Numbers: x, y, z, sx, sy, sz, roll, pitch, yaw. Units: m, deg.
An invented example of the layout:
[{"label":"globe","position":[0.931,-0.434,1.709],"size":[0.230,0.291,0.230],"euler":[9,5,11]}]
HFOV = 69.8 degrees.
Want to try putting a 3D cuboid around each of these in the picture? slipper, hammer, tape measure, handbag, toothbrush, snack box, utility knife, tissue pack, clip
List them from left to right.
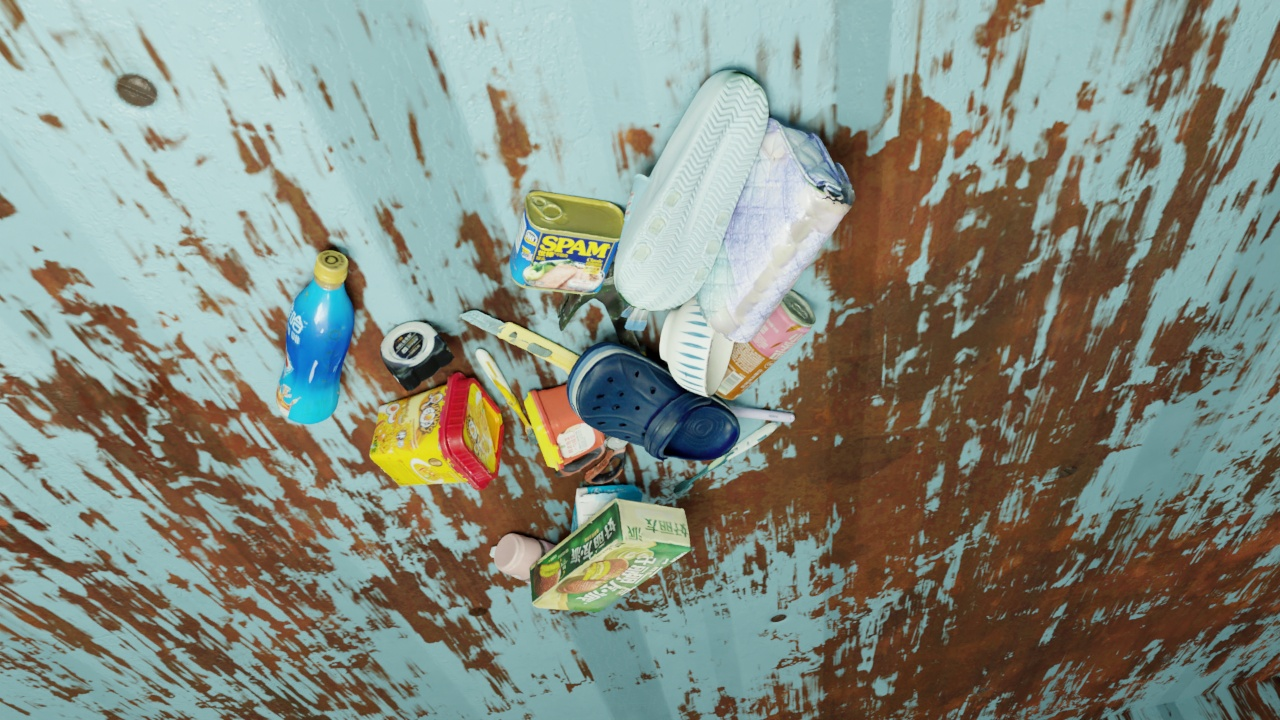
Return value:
[{"label":"tape measure","position":[-0.243,-0.009,0.985],"size":[0.065,0.066,0.034],"euler":[-36,146,-16]},{"label":"toothbrush","position":[-0.158,0.048,1.107],"size":[0.016,0.018,0.191],"euler":[-19,139,4]},{"label":"utility knife","position":[-0.122,-0.018,1.050],"size":[0.198,0.021,0.031],"euler":[31,117,-34]},{"label":"snack box","position":[-0.090,0.077,1.116],"size":[0.080,0.082,0.091],"euler":[-20,139,-8]},{"label":"tissue pack","position":[-0.050,0.224,1.298],"size":[0.090,0.063,0.140],"euler":[-2,145,-11]},{"label":"snack box","position":[-0.047,0.270,1.251],"size":[0.114,0.063,0.241],"euler":[15,139,-32]},{"label":"hammer","position":[-0.006,0.006,1.093],"size":[0.126,0.031,0.324],"euler":[-16,140,3]},{"label":"clip","position":[0.000,-0.059,0.982],"size":[0.026,0.041,0.058],"euler":[8,134,-22]},{"label":"slipper","position":[0.022,0.068,1.060],"size":[0.252,0.095,0.105],"euler":[26,107,-37]},{"label":"slipper","position":[0.038,-0.160,0.873],"size":[0.104,0.074,0.246],"euler":[8,117,-40]},{"label":"toothbrush","position":[0.119,0.140,1.291],"size":[0.192,0.016,0.018],"euler":[-38,144,26]},{"label":"toothbrush","position":[0.130,0.067,1.195],"size":[0.189,0.029,0.021],"euler":[7,-179,-34]},{"label":"handbag","position":[0.123,-0.127,0.897],"size":[0.075,0.134,0.194],"euler":[10,135,-24]}]

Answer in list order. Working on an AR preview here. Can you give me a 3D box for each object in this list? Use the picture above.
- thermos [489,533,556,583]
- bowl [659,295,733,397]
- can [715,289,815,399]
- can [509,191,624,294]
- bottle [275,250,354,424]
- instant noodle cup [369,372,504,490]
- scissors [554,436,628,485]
[{"label":"thermos","position":[-0.136,0.315,1.389],"size":[0.087,0.067,0.198],"euler":[-10,151,45]},{"label":"bowl","position":[0.062,-0.023,1.022],"size":[0.066,0.116,0.117],"euler":[14,143,17]},{"label":"can","position":[0.137,-0.017,1.084],"size":[0.058,0.057,0.148],"euler":[19,130,-33]},{"label":"can","position":[-0.075,-0.115,0.917],"size":[0.102,0.057,0.083],"euler":[5,138,-20]},{"label":"bottle","position":[-0.331,-0.023,0.945],"size":[0.065,0.065,0.219],"euler":[8,135,-23]},{"label":"instant noodle cup","position":[-0.239,0.090,1.072],"size":[0.124,0.116,0.116],"euler":[-11,141,14]},{"label":"scissors","position":[-0.048,0.108,1.184],"size":[0.197,0.015,0.205],"euler":[-11,146,11]}]
